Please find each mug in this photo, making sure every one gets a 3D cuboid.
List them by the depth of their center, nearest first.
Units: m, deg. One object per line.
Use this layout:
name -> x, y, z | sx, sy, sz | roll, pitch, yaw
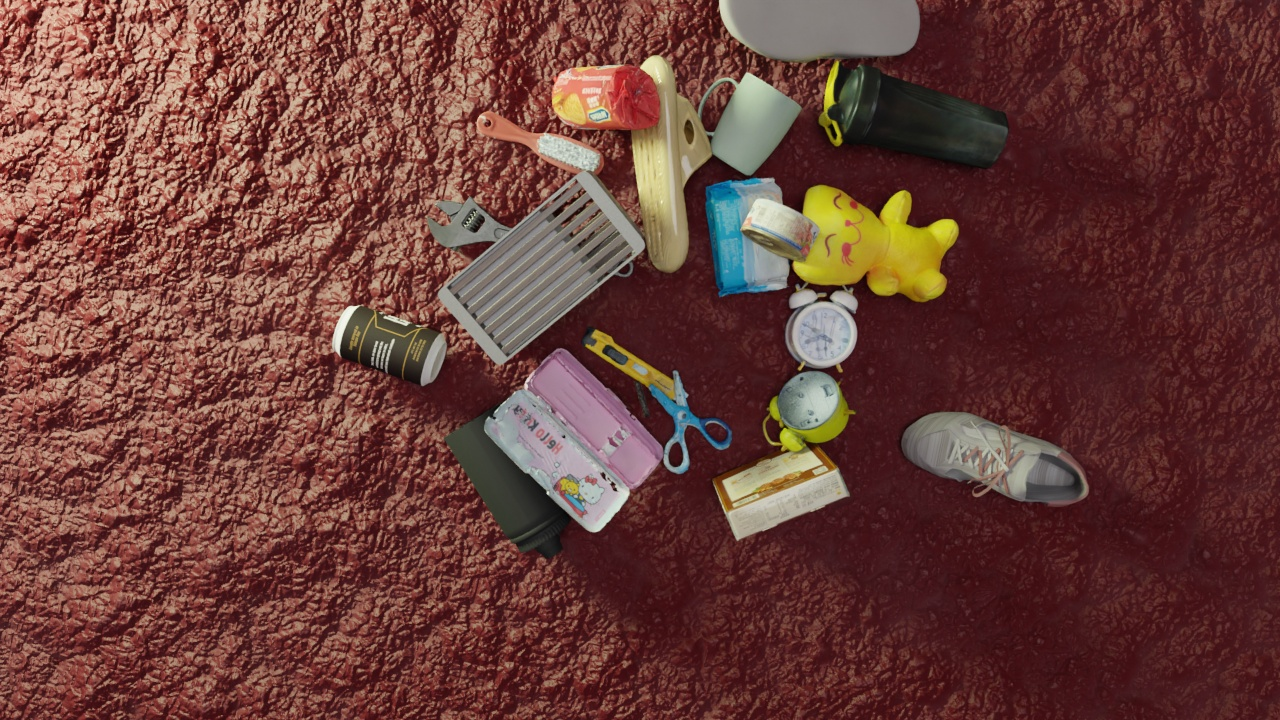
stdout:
mug -> 0.125, -0.297, 1.138 | 0.111, 0.084, 0.104 | 34, 105, 4

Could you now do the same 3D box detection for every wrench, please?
wrench -> -0.142, -0.152, 1.186 | 0.273, 0.018, 0.073 | 15, 95, -2

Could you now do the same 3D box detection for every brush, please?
brush -> 0.004, 0.049, 1.135 | 0.008, 0.143, 0.045 | -17, 85, 1
brush -> -0.129, -0.278, 1.169 | 0.172, 0.030, 0.041 | 21, 94, 0

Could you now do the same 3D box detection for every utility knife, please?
utility knife -> -0.007, 0.007, 1.198 | 0.159, 0.017, 0.030 | 32, 103, -5

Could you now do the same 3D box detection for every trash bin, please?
trash bin -> -0.117, -0.118, 1.123 | 0.229, 0.114, 0.114 | -38, 100, 8

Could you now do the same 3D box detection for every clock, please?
clock -> 0.208, 0.066, 1.164 | 0.119, 0.057, 0.083 | -28, 50, 16
clock -> 0.232, -0.048, 1.171 | 0.089, 0.052, 0.125 | 2, 92, 2

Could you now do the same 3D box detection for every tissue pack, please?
tissue pack -> 0.135, -0.157, 1.158 | 0.093, 0.061, 0.144 | -8, 97, -3

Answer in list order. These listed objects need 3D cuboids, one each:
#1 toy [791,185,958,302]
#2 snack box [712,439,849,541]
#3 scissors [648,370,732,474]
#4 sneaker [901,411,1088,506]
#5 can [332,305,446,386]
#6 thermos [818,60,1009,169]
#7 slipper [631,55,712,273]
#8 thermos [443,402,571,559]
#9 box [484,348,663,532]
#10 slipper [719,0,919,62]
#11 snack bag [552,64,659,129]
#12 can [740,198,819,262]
toy -> 0.289, -0.143, 1.144 | 0.194, 0.087, 0.134 | 12, 77, -1
snack box -> 0.169, 0.157, 1.139 | 0.143, 0.147, 0.041 | -23, 99, 1
scissors -> 0.067, 0.074, 1.194 | 0.117, 0.013, 0.140 | -10, 91, -12
sneaker -> 0.455, 0.129, 1.160 | 0.236, 0.089, 0.099 | 13, 94, 0
can -> -0.318, -0.019, 1.171 | 0.128, 0.072, 0.072 | 19, 94, 0
thermos -> 0.334, -0.296, 1.131 | 0.221, 0.098, 0.098 | 14, 94, -5
slipper -> 0.042, -0.241, 1.141 | 0.079, 0.111, 0.261 | -7, 96, -24
thermos -> -0.162, 0.160, 1.175 | 0.086, 0.086, 0.198 | -31, 93, 3
box -> -0.081, 0.101, 1.161 | 0.201, 0.037, 0.152 | 46, 71, -8
slipper -> 0.213, -0.423, 1.136 | 0.265, 0.081, 0.113 | -3, 101, -16
snack bag -> -0.040, -0.314, 1.100 | 0.082, 0.176, 0.082 | -10, 109, -32
can -> 0.165, -0.154, 1.085 | 0.086, 0.086, 0.043 | 27, 91, -1
